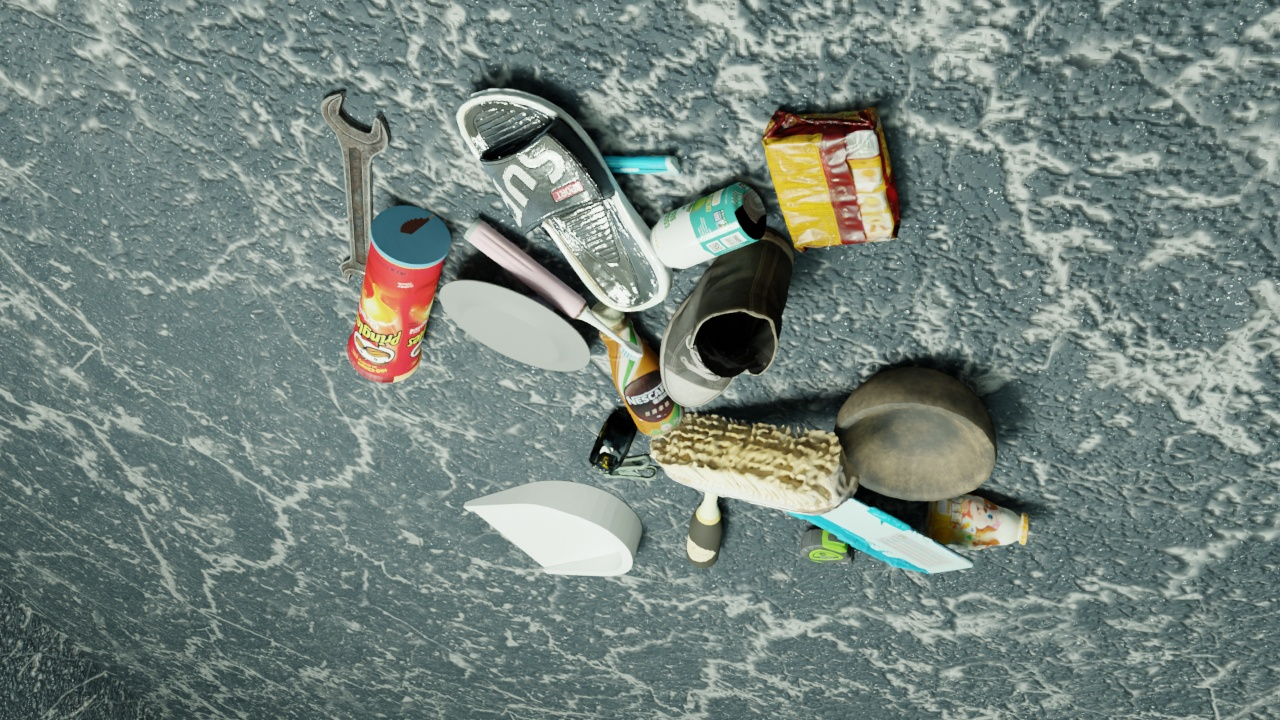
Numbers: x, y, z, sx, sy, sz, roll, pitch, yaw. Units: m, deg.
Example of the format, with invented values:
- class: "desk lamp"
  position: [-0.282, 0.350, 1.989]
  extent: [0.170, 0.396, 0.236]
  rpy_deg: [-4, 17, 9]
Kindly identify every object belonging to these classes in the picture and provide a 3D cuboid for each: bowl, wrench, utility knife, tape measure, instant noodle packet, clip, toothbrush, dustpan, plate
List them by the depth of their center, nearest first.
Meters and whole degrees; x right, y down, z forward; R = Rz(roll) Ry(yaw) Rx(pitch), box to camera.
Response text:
- class: "instant noodle packet"
  position: [0.164, -0.153, 0.779]
  extent: [0.099, 0.039, 0.135]
  rpy_deg: [-4, 136, 25]
- class: "utility knife"
  position: [-0.032, -0.181, 0.849]
  extent: [0.141, 0.015, 0.022]
  rpy_deg: [4, 158, 21]
- class: "toothbrush"
  position: [-0.088, -0.070, 0.953]
  extent: [0.222, 0.027, 0.027]
  rpy_deg: [38, 142, -3]
- class: "bowl"
  position: [0.285, 0.071, 0.955]
  extent: [0.162, 0.070, 0.162]
  rpy_deg: [12, 139, 10]
- class: "wrench"
  position: [-0.299, -0.167, 0.977]
  extent: [0.070, 0.010, 0.274]
  rpy_deg: [19, 140, 1]
- class: "plate"
  position: [-0.140, -0.031, 1.004]
  extent: [0.178, 0.012, 0.179]
  rpy_deg: [19, 156, 8]
- class: "tape measure"
  position: [-0.034, 0.100, 1.119]
  extent: [0.042, 0.072, 0.071]
  rpy_deg: [27, 169, -1]
- class: "tape measure"
  position: [0.240, 0.238, 1.188]
  extent: [0.066, 0.035, 0.059]
  rpy_deg: [-3, 144, 22]
- class: "clip"
  position: [-0.015, 0.140, 1.194]
  extent: [0.075, 0.023, 0.037]
  rpy_deg: [-5, 135, 29]
- class: "dustpan"
  position: [-0.119, 0.259, 1.344]
  extent: [0.258, 0.053, 0.191]
  rpy_deg: [-21, 125, 38]

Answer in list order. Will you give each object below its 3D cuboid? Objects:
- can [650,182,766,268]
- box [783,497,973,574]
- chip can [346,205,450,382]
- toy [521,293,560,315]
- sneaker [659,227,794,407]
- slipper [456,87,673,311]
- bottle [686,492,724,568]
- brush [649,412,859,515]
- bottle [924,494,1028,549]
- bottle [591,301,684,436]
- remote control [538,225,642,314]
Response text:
- class: "can"
  position: [0.062, -0.122, 0.843]
  extent: [0.102, 0.054, 0.055]
  rpy_deg: [-18, 127, 36]
- class: "box"
  position: [0.248, 0.188, 1.068]
  extent: [0.227, 0.039, 0.182]
  rpy_deg: [28, 166, -7]
- class: "chip can"
  position: [-0.270, -0.068, 1.018]
  extent: [0.087, 0.086, 0.214]
  rpy_deg: [25, 139, -5]
- class: "toy"
  position: [-0.135, -0.052, 1.020]
  extent: [0.100, 0.036, 0.080]
  rpy_deg: [19, 151, 7]
- class: "sneaker"
  position: [0.075, -0.010, 0.904]
  extent: [0.095, 0.119, 0.235]
  rpy_deg: [26, 136, -8]
- class: "slipper"
  position: [-0.067, -0.137, 0.849]
  extent: [0.111, 0.063, 0.264]
  rpy_deg: [-18, 127, 33]
- class: "bottle"
  position: [0.089, 0.209, 1.208]
  extent: [0.045, 0.045, 0.185]
  rpy_deg: [13, 139, 9]
- class: "brush"
  position: [0.117, 0.110, 1.005]
  extent: [0.272, 0.083, 0.056]
  rpy_deg: [7, 142, 50]
- class: "bottle"
  position: [0.383, 0.186, 1.048]
  extent: [0.109, 0.063, 0.063]
  rpy_deg: [6, 138, 16]
- class: "bottle"
  position: [-0.006, 0.006, 1.014]
  extent: [0.059, 0.059, 0.167]
  rpy_deg: [-9, 123, 30]
- class: "remote control"
  position: [-0.043, -0.108, 0.930]
  extent: [0.047, 0.022, 0.150]
  rpy_deg: [-26, 120, 41]
